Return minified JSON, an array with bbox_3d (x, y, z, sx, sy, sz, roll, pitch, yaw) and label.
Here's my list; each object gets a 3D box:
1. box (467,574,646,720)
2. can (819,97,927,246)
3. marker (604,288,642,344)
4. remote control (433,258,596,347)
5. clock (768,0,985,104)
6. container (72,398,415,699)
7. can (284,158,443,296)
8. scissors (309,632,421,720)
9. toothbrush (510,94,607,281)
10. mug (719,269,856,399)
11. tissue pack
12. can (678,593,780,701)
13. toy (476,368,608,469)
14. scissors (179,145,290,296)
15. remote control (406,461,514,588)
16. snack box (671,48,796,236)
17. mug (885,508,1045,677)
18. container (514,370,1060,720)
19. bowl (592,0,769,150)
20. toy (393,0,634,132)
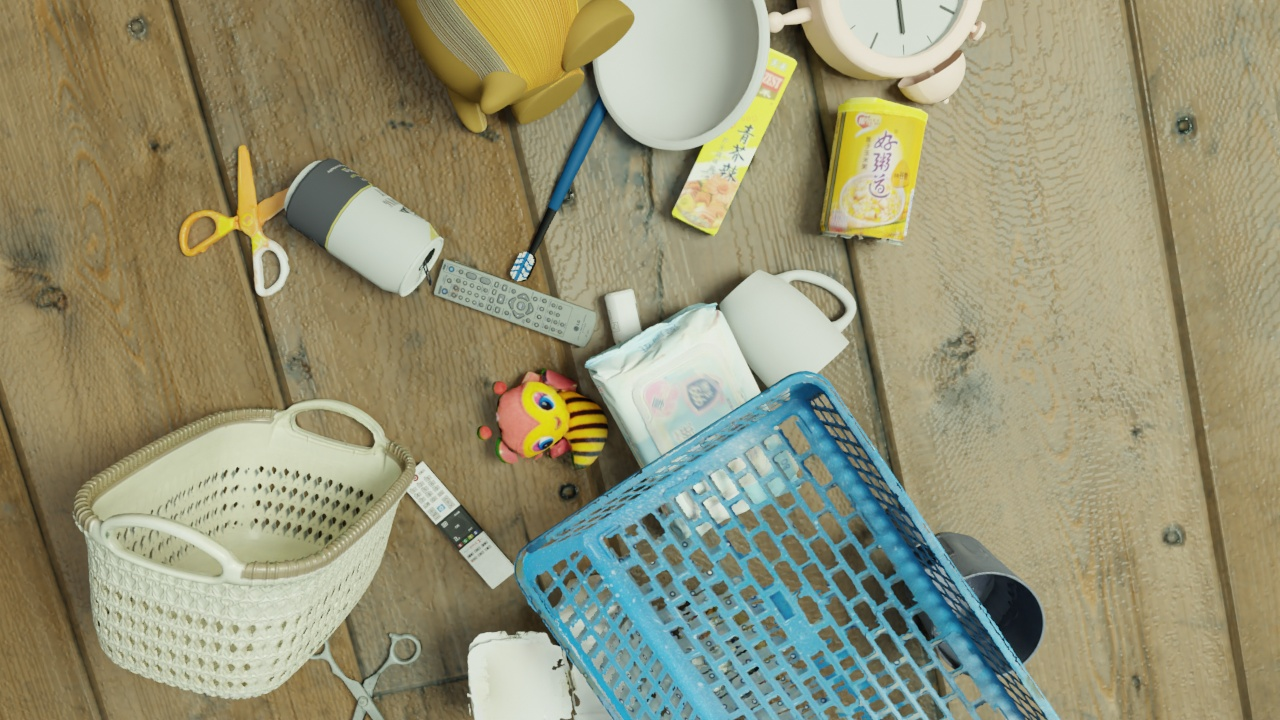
[{"bbox_3d":[-0.070,0.248,0.746,0.137,0.126,0.108,-12,98,7],"label":"box"},{"bbox_3d":[0.179,-0.144,0.707,0.067,0.067,0.105,8,98,2],"label":"can"},{"bbox_3d":[-0.004,0.004,0.758,0.025,0.025,0.126,-12,97,4],"label":"marker"},{"bbox_3d":[-0.103,-0.047,0.761,0.136,0.013,0.033,19,99,0],"label":"remote control"},{"bbox_3d":[0.185,-0.279,0.691,0.160,0.086,0.131,20,99,-9],"label":"clock"},{"bbox_3d":[-0.288,0.131,0.688,0.184,0.245,0.143,16,107,5],"label":"container"},{"bbox_3d":[-0.216,-0.103,0.734,0.127,0.064,0.064,35,98,-2],"label":"can"},{"bbox_3d":[-0.257,0.289,0.816,0.173,0.014,0.141,38,95,-1],"label":"scissors"},{"bbox_3d":[-0.064,-0.140,0.747,0.014,0.014,0.168,28,99,10],"label":"toothbrush"},{"bbox_3d":[0.121,-0.035,0.732,0.107,0.071,0.089,-39,85,-20],"label":"mug"},{"bbox_3d":[0.045,0.052,0.724,0.112,0.070,0.182,-30,103,-8],"label":"tissue pack"},{"bbox_3d":[0.073,0.239,0.755,0.043,0.086,0.086,-40,94,7],"label":"can"},{"bbox_3d":[-0.078,0.050,0.758,0.103,0.046,0.084,18,76,-10],"label":"toy"},{"bbox_3d":[-0.324,-0.110,0.765,0.125,0.011,0.127,-30,97,8],"label":"scissors"},{"bbox_3d":[-0.157,0.142,0.791,0.028,0.011,0.124,-39,94,7],"label":"remote control"},{"bbox_3d":[0.073,-0.174,0.727,0.040,0.029,0.148,25,98,-1],"label":"snack box"},{"bbox_3d":[0.246,0.175,0.729,0.084,0.104,0.124,-44,93,8],"label":"mug"},{"bbox_3d":[0.115,0.211,0.653,0.257,0.089,0.362,-34,92,13],"label":"container"},{"bbox_3d":[0.036,-0.236,0.699,0.150,0.043,0.149,7,104,31],"label":"bowl"},{"bbox_3d":[-0.116,-0.289,0.675,0.203,0.162,0.199,53,136,-2],"label":"toy"}]
